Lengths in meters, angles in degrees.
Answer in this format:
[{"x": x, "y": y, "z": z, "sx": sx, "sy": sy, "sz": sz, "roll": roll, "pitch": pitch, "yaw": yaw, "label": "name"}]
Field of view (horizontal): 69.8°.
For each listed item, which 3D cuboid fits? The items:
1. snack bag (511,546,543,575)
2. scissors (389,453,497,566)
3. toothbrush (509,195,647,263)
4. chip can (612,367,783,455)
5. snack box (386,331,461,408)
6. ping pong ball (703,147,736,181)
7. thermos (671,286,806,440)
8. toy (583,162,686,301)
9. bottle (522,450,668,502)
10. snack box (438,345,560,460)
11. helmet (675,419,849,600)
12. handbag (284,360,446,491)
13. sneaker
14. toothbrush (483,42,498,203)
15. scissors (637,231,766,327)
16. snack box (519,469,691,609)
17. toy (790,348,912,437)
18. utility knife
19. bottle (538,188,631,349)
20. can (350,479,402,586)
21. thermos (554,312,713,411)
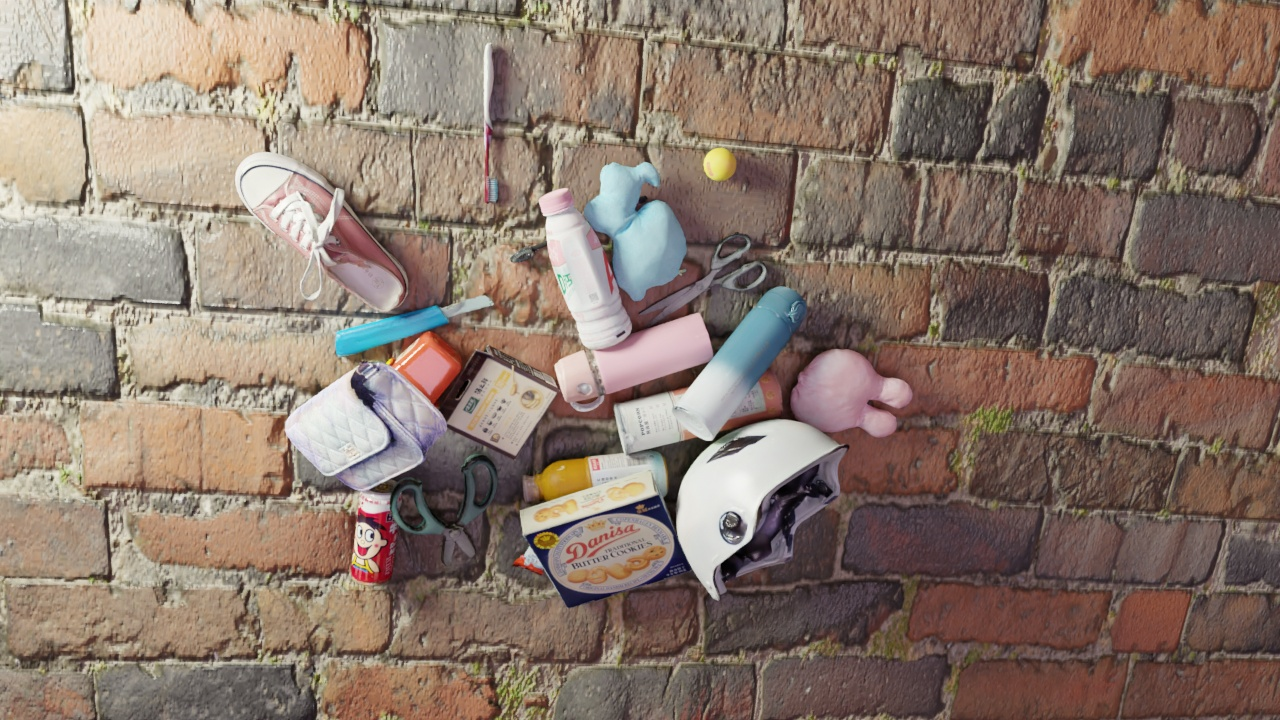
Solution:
[{"x": -0.131, "y": 0.248, "z": 1.249, "sx": 0.048, "sy": 0.026, "sz": 0.104, "roll": 25, "pitch": 100, "yaw": -20, "label": "snack bag"}, {"x": -0.239, "y": 0.192, "z": 1.210, "sx": 0.176, "sy": 0.019, "sz": 0.175, "roll": -38, "pitch": 126, "yaw": -10, "label": "scissors"}, {"x": -0.076, "y": -0.163, "z": 1.145, "sx": 0.189, "sy": 0.017, "sz": 0.014, "roll": -25, "pitch": 116, "yaw": -1, "label": "toothbrush"}, {"x": 0.076, "y": 0.065, "z": 1.201, "sx": 0.214, "sy": 0.071, "sz": 0.071, "roll": -13, "pitch": 107, "yaw": -4, "label": "chip can"}, {"x": -0.265, "y": 0.012, "z": 1.133, "sx": 0.080, "sy": 0.091, "sz": 0.082, "roll": -46, "pitch": 105, "yaw": -1, "label": "snack box"}, {"x": 0.098, "y": -0.242, "z": 1.133, "sx": 0.040, "sy": 0.040, "sz": 0.040, "roll": -2, "pitch": 106, "yaw": -7, "label": "ping pong ball"}, {"x": 0.129, "y": -0.001, "z": 1.153, "sx": 0.070, "sy": 0.070, "sz": 0.220, "roll": 45, "pitch": 73, "yaw": -16, "label": "thermos"}, {"x": 0.000, "y": -0.158, "z": 1.139, "sx": 0.156, "sy": 0.050, "sz": 0.161, "roll": 23, "pitch": 98, "yaw": -18, "label": "toy"}, {"x": -0.060, "y": 0.160, "z": 1.212, "sx": 0.189, "sy": 0.068, "sz": 0.068, "roll": -5, "pitch": 106, "yaw": -6, "label": "bottle"}, {"x": -0.185, "y": 0.051, "z": 1.164, "sx": 0.125, "sy": 0.053, "sz": 0.113, "roll": 29, "pitch": 100, "yaw": -23, "label": "snack box"}, {"x": 0.140, "y": 0.167, "z": 1.181, "sx": 0.228, "sy": 0.146, "sz": 0.259, "roll": -17, "pitch": 139, "yaw": -46, "label": "helmet"}, {"x": -0.332, "y": 0.083, "z": 1.099, "sx": 0.194, "sy": 0.075, "sz": 0.134, "roll": -28, "pitch": 111, "yaw": 42, "label": "handbag"}, {"x": -0.372, "y": -0.145, "z": 1.073, "sx": 0.118, "sy": 0.088, "sz": 0.241, "roll": -43, "pitch": 108, "yaw": 5, "label": "sneaker"}, {"x": -0.179, "y": -0.282, "z": 1.098, "sx": 0.017, "sy": 0.016, "sz": 0.188, "roll": -2, "pitch": 106, "yaw": -16, "label": "toothbrush"}, {"x": 0.084, "y": -0.092, "z": 1.189, "sx": 0.150, "sy": 0.014, "sz": 0.171, "roll": 20, "pitch": 102, "yaw": -11, "label": "scissors"}, {"x": -0.043, "y": 0.239, "z": 1.206, "sx": 0.178, "sy": 0.045, "sz": 0.183, "roll": -18, "pitch": 132, "yaw": 5, "label": "snack box"}, {"x": 0.281, "y": 0.049, "z": 1.233, "sx": 0.159, "sy": 0.054, "sz": 0.121, "roll": 20, "pitch": 109, "yaw": -12, "label": "toy"}, {"x": -0.284, "y": -0.047, "z": 1.149, "sx": 0.204, "sy": 0.018, "sz": 0.034, "roll": -16, "pitch": 119, "yaw": -3, "label": "utility knife"}, {"x": -0.071, "y": -0.112, "z": 1.125, "sx": 0.068, "sy": 0.068, "sz": 0.197, "roll": -21, "pitch": 113, "yaw": -2, "label": "bottle"}, {"x": -0.345, "y": 0.224, "z": 1.199, "sx": 0.053, "sy": 0.053, "sz": 0.133, "roll": 8, "pitch": 105, "yaw": -10, "label": "can"}, {"x": -0.007, "y": 0.007, "z": 1.180, "sx": 0.198, "sy": 0.067, "sz": 0.087, "roll": -19, "pitch": 126, "yaw": -3, "label": "thermos"}]
